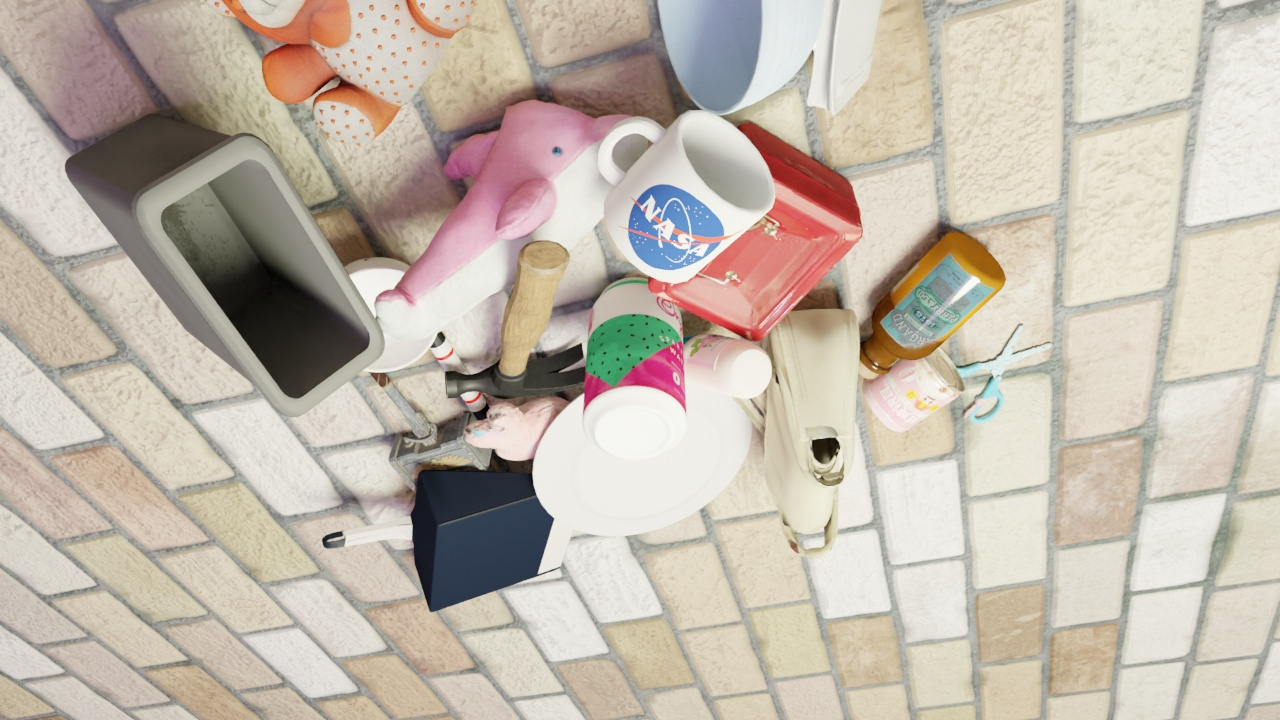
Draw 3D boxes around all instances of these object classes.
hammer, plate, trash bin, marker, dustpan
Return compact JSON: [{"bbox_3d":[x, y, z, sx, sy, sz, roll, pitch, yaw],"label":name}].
[{"bbox_3d":[-0.096,-0.025,0.787,0.132,0.040,0.306,-5,162,-15],"label":"hammer"},{"bbox_3d":[0.007,0.106,0.971,0.242,0.016,0.243,-10,130,-13],"label":"plate"},{"bbox_3d":[-0.321,-0.081,0.703,0.220,0.097,0.192,23,145,44],"label":"trash bin"},{"bbox_3d":[-0.189,0.006,0.925,0.019,0.019,0.146,-13,131,12],"label":"marker"},{"bbox_3d":[-0.216,0.199,1.051,0.272,0.080,0.237,-14,149,-24],"label":"dustpan"},{"bbox_3d":[-0.268,0.005,0.914,0.099,0.044,0.322,-17,128,16],"label":"hammer"}]

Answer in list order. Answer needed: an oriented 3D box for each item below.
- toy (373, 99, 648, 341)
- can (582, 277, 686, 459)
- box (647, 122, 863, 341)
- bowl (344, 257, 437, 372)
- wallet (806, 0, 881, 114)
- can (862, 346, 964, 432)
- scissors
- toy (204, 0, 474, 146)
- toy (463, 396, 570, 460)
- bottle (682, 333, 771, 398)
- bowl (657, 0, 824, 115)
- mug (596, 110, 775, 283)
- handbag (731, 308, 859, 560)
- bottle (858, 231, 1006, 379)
[{"bbox_3d":[-0.117,-0.124,0.741,0.266,0.186,0.128,-40,85,6],"label":"toy"},{"bbox_3d":[-0.005,0.005,0.822,0.088,0.165,0.088,0,133,0],"label":"can"},{"bbox_3d":[0.092,-0.102,0.777,0.129,0.086,0.159,24,130,-21],"label":"box"},{"bbox_3d":[-0.241,-0.046,0.840,0.104,0.054,0.105,-11,120,-20],"label":"bowl"},{"bbox_3d":[0.147,-0.244,0.658,0.032,0.086,0.116,24,135,27],"label":"wallet"},{"bbox_3d":[0.268,0.025,0.906,0.067,0.067,0.076,33,124,-27],"label":"can"},{"bbox_3d":[0.343,0.013,0.936,0.126,0.015,0.136,6,127,-6],"label":"scissors"},{"bbox_3d":[-0.220,-0.251,0.637,0.172,0.092,0.164,33,126,-25],"label":"toy"},{"bbox_3d":[-0.125,0.069,0.944,0.109,0.053,0.105,-31,155,33],"label":"toy"},{"bbox_3d":[0.066,0.001,0.855,0.051,0.146,0.051,-4,99,-24],"label":"bottle"},{"bbox_3d":[0.075,-0.247,0.616,0.074,0.150,0.151,-16,136,-18],"label":"bowl"},{"bbox_3d":[0.023,-0.128,0.669,0.121,0.090,0.090,37,134,-15],"label":"mug"},{"bbox_3d":[0.142,0.071,0.887,0.132,0.183,0.229,-3,149,7],"label":"handbag"},{"bbox_3d":[0.255,-0.041,0.845,0.067,0.067,0.157,23,129,-20],"label":"bottle"}]
